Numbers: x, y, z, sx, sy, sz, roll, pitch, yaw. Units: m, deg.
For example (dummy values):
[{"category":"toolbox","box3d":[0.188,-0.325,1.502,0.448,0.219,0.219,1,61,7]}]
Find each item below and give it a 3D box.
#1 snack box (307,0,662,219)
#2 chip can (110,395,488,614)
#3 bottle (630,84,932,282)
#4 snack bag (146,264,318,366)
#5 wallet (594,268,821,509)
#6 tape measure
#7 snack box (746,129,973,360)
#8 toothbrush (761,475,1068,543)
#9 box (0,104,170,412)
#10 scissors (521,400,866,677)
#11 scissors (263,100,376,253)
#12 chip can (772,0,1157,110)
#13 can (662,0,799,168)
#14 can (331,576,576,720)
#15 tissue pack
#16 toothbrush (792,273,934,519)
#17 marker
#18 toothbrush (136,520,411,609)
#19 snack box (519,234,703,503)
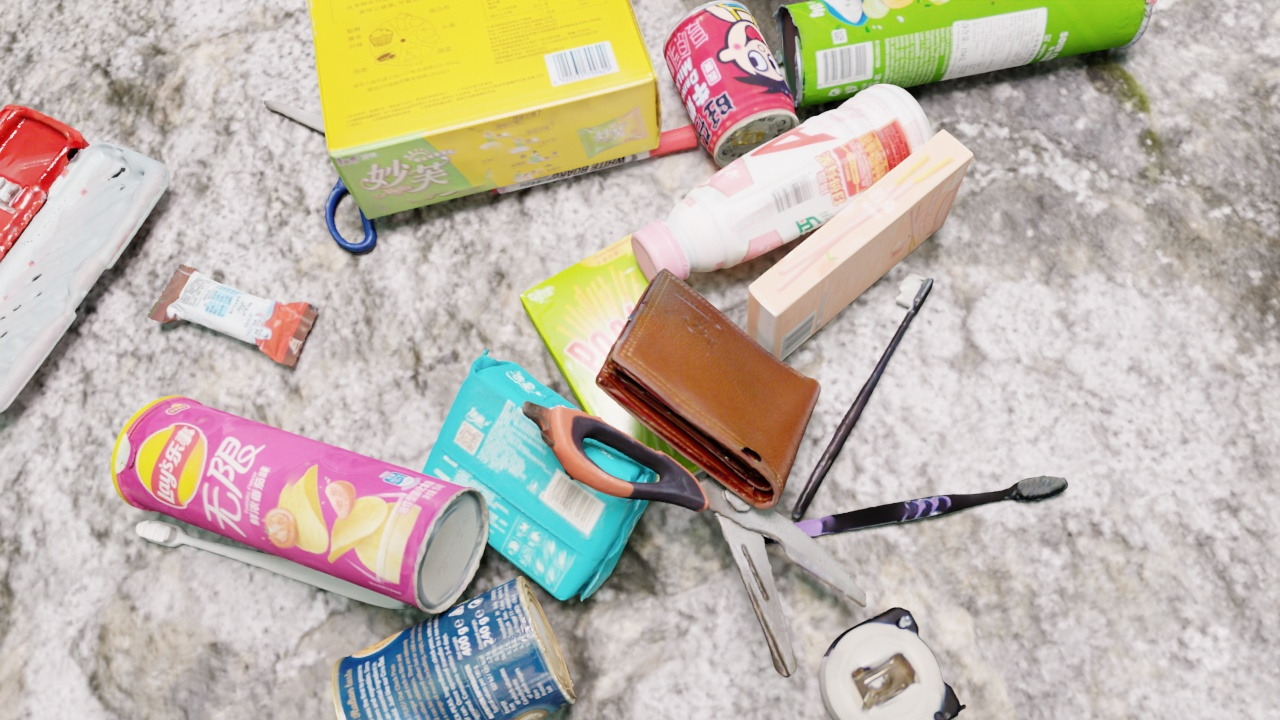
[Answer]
[{"category":"snack box","box3d":[-0.106,-0.198,0.618,0.210,0.070,0.157,-15,63,-3]},{"category":"chip can","box3d":[-0.193,0.077,0.520,0.211,0.071,0.071,13,72,19]},{"category":"bottle","box3d":[0.087,-0.105,0.580,0.196,0.068,0.068,-29,72,-10]},{"category":"snack bag","box3d":[-0.269,-0.031,0.606,0.104,0.026,0.048,15,66,9]},{"category":"wallet","box3d":[0.042,0.011,0.510,0.124,0.032,0.101,37,40,-8]},{"category":"tape measure","box3d":[0.133,0.177,0.504,0.066,0.034,0.065,-27,70,-6]},{"category":"snack box","box3d":[0.130,-0.065,0.561,0.157,0.084,0.026,-39,70,-10]},{"category":"toothbrush","box3d":[0.160,0.088,0.543,0.189,0.017,0.014,-10,71,2]},{"category":"box","box3d":[-0.429,-0.072,0.625,0.158,0.039,0.200,24,74,10]},{"category":"scissors","box3d":[0.038,0.061,0.503,0.225,0.015,0.188,30,44,-13]},{"category":"scissors","box3d":[-0.197,-0.150,0.650,0.162,0.012,0.174,1,70,5]},{"category":"chip can","box3d":[0.212,-0.225,0.617,0.236,0.072,0.072,-11,71,0]},{"category":"can","box3d":[0.061,-0.183,0.615,0.066,0.066,0.093,-19,71,-3]},{"category":"can","box3d":[-0.098,0.173,0.498,0.111,0.075,0.075,-24,71,-5]},{"category":"tissue pack","box3d":[-0.062,0.065,0.529,0.133,0.050,0.093,35,112,12]},{"category":"toothbrush","box3d":[0.136,0.019,0.568,0.018,0.016,0.180,26,74,18]},{"category":"marker","box3d":[-0.033,-0.138,0.633,0.145,0.017,0.017,-14,71,-1]},{"category":"toothbrush","box3d":[-0.222,0.123,0.555,0.180,0.016,0.016,13,74,8]},{"category":"snack box","box3d":[-0.003,0.003,0.577,0.085,0.026,0.156,-29,71,-7]}]
